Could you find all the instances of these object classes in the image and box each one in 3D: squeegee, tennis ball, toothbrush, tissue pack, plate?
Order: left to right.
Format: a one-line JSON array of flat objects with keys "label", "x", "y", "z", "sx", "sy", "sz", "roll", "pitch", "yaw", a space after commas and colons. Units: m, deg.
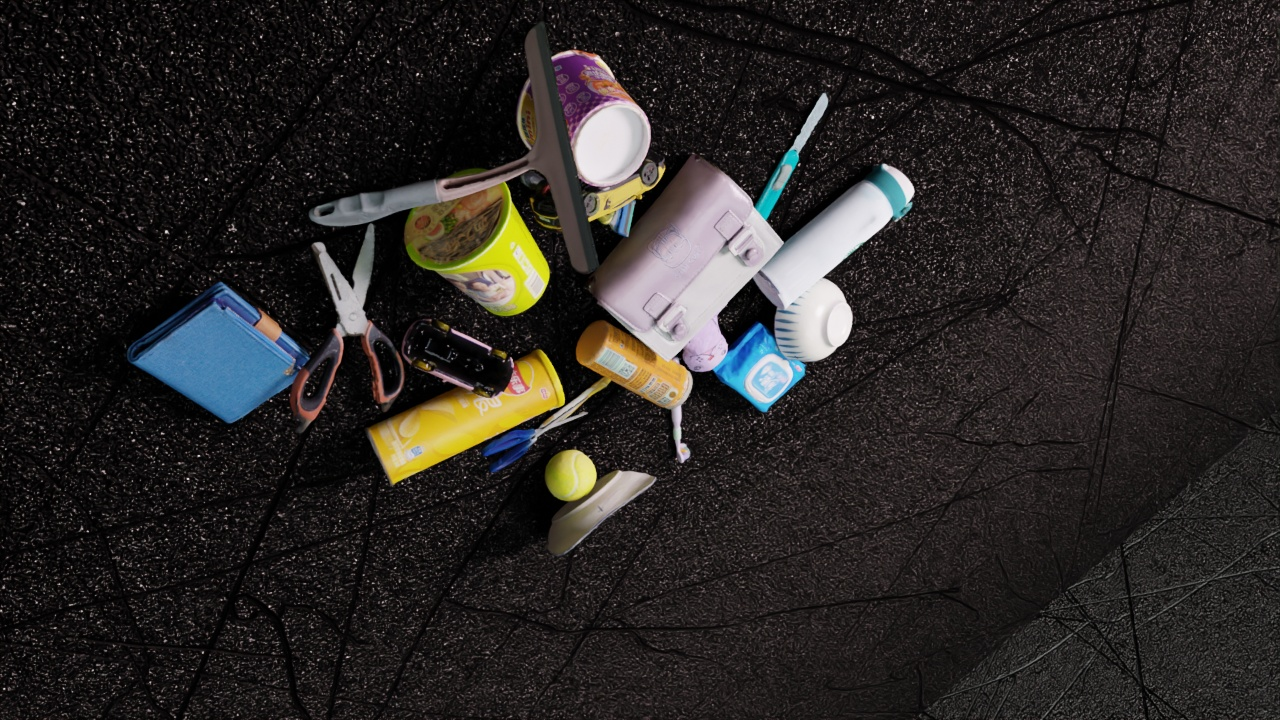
[{"label": "squeegee", "x": -0.177, "y": -0.158, "z": 0.827, "sx": 0.250, "sy": 0.247, "sz": 0.040, "roll": -14, "pitch": 165, "yaw": 6}, {"label": "tennis ball", "x": -0.090, "y": 0.147, "z": 1.174, "sx": 0.065, "sy": 0.065, "sz": 0.066, "roll": -20, "pitch": 134, "yaw": -22}, {"label": "plate", "x": -0.062, "y": 0.189, "z": 1.202, "sx": 0.164, "sy": 0.034, "sz": 0.164, "roll": -36, "pitch": -178, "yaw": -14}, {"label": "toothbrush", "x": -0.050, "y": 0.035, "z": 1.144, "sx": 0.191, "sy": 0.018, "sz": 0.016, "roll": -37, "pitch": 154, "yaw": -6}, {"label": "toothbrush", "x": 0.052, "y": 0.067, "z": 1.246, "sx": 0.021, "sy": 0.029, "sz": 0.189, "roll": 2, "pitch": 132, "yaw": 9}, {"label": "tissue pack", "x": 0.167, "y": 0.014, "z": 1.260, "sx": 0.095, "sy": 0.052, "sz": 0.157, "roll": -47, "pitch": 138, "yaw": 6}]

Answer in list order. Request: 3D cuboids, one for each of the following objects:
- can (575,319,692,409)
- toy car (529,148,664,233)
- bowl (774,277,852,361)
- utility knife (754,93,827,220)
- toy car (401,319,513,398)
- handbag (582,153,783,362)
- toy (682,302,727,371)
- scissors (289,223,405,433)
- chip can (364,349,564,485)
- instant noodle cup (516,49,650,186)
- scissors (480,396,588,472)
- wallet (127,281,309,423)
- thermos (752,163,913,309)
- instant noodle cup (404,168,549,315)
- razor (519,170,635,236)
[{"label": "can", "x": -0.007, "y": 0.006, "z": 1.103, "sx": 0.146, "sy": 0.058, "sz": 0.058, "roll": 30, "pitch": 104, "yaw": -34}, {"label": "toy car", "x": -0.039, "y": -0.173, "z": 0.919, "sx": 0.155, "sy": 0.071, "sz": 0.041, "roll": -34, "pitch": 131, "yaw": -31}, {"label": "bowl", "x": 0.237, "y": -0.053, "z": 1.213, "sx": 0.116, "sy": 0.066, "sz": 0.116, "roll": -14, "pitch": 110, "yaw": -44}, {"label": "utility knife", "x": 0.165, "y": -0.215, "z": 1.096, "sx": 0.029, "sy": 0.013, "sz": 0.223, "roll": 8, "pitch": 119, "yaw": -40}, {"label": "toy car", "x": -0.194, "y": -0.001, "z": 0.976, "sx": 0.122, "sy": 0.037, "sz": 0.056, "roll": 27, "pitch": 80, "yaw": -25}, {"label": "handbag", "x": 0.048, "y": -0.113, "z": 1.041, "sx": 0.197, "sy": 0.098, "sz": 0.145, "roll": -47, "pitch": 132, "yaw": 6}, {"label": "toy", "x": 0.080, "y": -0.028, "z": 1.171, "sx": 0.084, "sy": 0.039, "sz": 0.108, "roll": -27, "pitch": 136, "yaw": -7}, {"label": "scissors", "x": -0.285, "y": -0.023, "z": 0.906, "sx": 0.227, "sy": 0.015, "sz": 0.189, "roll": -61, "pitch": 149, "yaw": 0}, {"label": "chip can", "x": -0.194, "y": 0.061, "z": 1.023, "sx": 0.213, "sy": 0.072, "sz": 0.072, "roll": -25, "pitch": 135, "yaw": -16}, {"label": "instant noodle cup", "x": -0.050, "y": -0.223, "z": 0.870, "sx": 0.111, "sy": 0.099, "sz": 0.112, "roll": -18, "pitch": 133, "yaw": -21}, {"label": "scissors", "x": -0.129, "y": 0.090, "z": 1.092, "sx": 0.172, "sy": 0.012, "sz": 0.163, "roll": -19, "pitch": 162, "yaw": -46}, {"label": "wallet", "x": -0.385, "y": -0.004, "z": 0.850, "sx": 0.106, "sy": 0.040, "sz": 0.133, "roll": -37, "pitch": 147, "yaw": -3}, {"label": "thermos", "x": 0.247, "y": -0.158, "z": 1.163, "sx": 0.224, "sy": 0.073, "sz": 0.073, "roll": -40, "pitch": 138, "yaw": -2}, {"label": "instant noodle cup", "x": -0.150, "y": -0.105, "z": 0.896, "sx": 0.111, "sy": 0.111, "sz": 0.123, "roll": -40, "pitch": 147, "yaw": -2}, {"label": "razor", "x": -0.067, "y": -0.168, "z": 0.959, "sx": 0.142, "sy": 0.022, "sz": 0.042, "roll": 15, "pitch": 81, "yaw": -38}]
